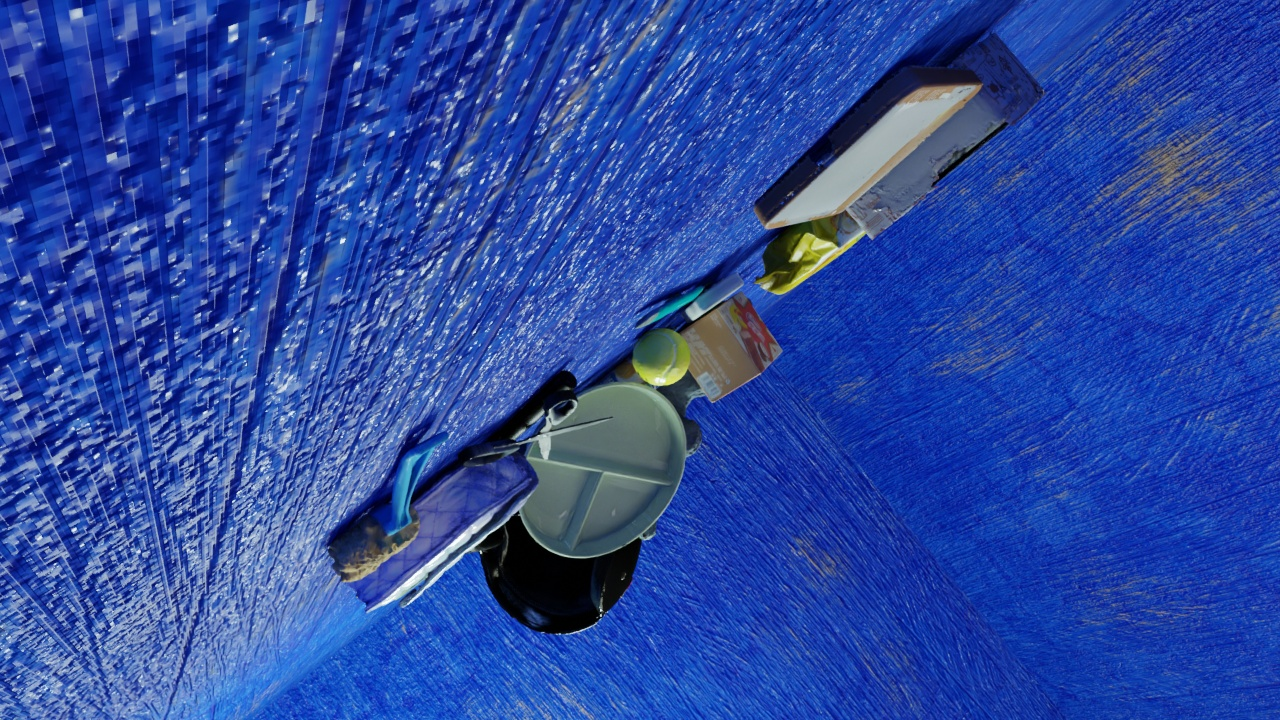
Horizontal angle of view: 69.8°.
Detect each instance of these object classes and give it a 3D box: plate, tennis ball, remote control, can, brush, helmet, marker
[{"bbox_3d":[-0.046,0.130,1.101,0.229,0.230,0.027,-38,-145,-16],"label":"plate"},{"bbox_3d":[0.023,-0.004,1.033,0.065,0.065,0.065,-39,176,-4],"label":"tennis ball"},{"bbox_3d":[0.080,-0.071,1.050,0.058,0.021,0.150,-35,180,-5],"label":"remote control"},{"bbox_3d":[-0.024,0.036,1.138,0.134,0.053,0.053,-39,176,3],"label":"can"},{"bbox_3d":[-0.187,0.110,0.699,0.083,0.046,0.255,-31,168,-36],"label":"brush"},{"bbox_3d":[-0.110,0.240,1.274,0.229,0.233,0.275,-48,156,-56],"label":"helmet"},{"bbox_3d":[-0.106,0.052,0.855,0.022,0.020,0.132,11,138,-45],"label":"marker"}]

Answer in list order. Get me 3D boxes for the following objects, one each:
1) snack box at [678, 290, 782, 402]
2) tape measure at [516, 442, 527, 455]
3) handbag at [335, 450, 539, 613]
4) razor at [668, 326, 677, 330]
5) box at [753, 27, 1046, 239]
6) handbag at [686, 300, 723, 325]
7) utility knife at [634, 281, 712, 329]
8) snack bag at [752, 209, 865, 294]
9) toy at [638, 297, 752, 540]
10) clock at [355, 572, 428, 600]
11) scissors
[{"bbox_3d":[0.105,-0.018,1.112,0.077,0.093,0.094,-35,180,31],"label":"snack box"},{"bbox_3d":[-0.163,0.132,1.152,0.058,0.025,0.055,-34,172,-43],"label":"tape measure"},{"bbox_3d":[-0.202,0.172,0.919,0.194,0.075,0.134,-40,176,22],"label":"handbag"},{"bbox_3d":[-0.007,0.007,1.188,0.143,0.022,0.042,-39,174,10],"label":"razor"},{"bbox_3d":[0.231,-0.184,0.802,0.178,0.088,0.261,-42,176,42],"label":"box"},{"bbox_3d":[0.097,-0.030,1.357,0.120,0.068,0.132,-37,176,-32],"label":"handbag"},{"bbox_3d":[0.038,-0.060,0.928,0.029,0.013,0.192,-38,177,27],"label":"utility knife"},{"bbox_3d":[0.250,-0.178,1.109,0.245,0.068,0.158,-37,176,-25],"label":"snack bag"},{"bbox_3d":[0.036,0.062,1.235,0.355,0.138,0.091,-68,154,-14],"label":"toy"},{"bbox_3d":[-0.282,0.244,1.124,0.116,0.056,0.160,-43,174,34],"label":"clock"},{"bbox_3d":[-0.088,0.066,0.868,0.176,0.014,0.160,-12,157,-43],"label":"scissors"}]
